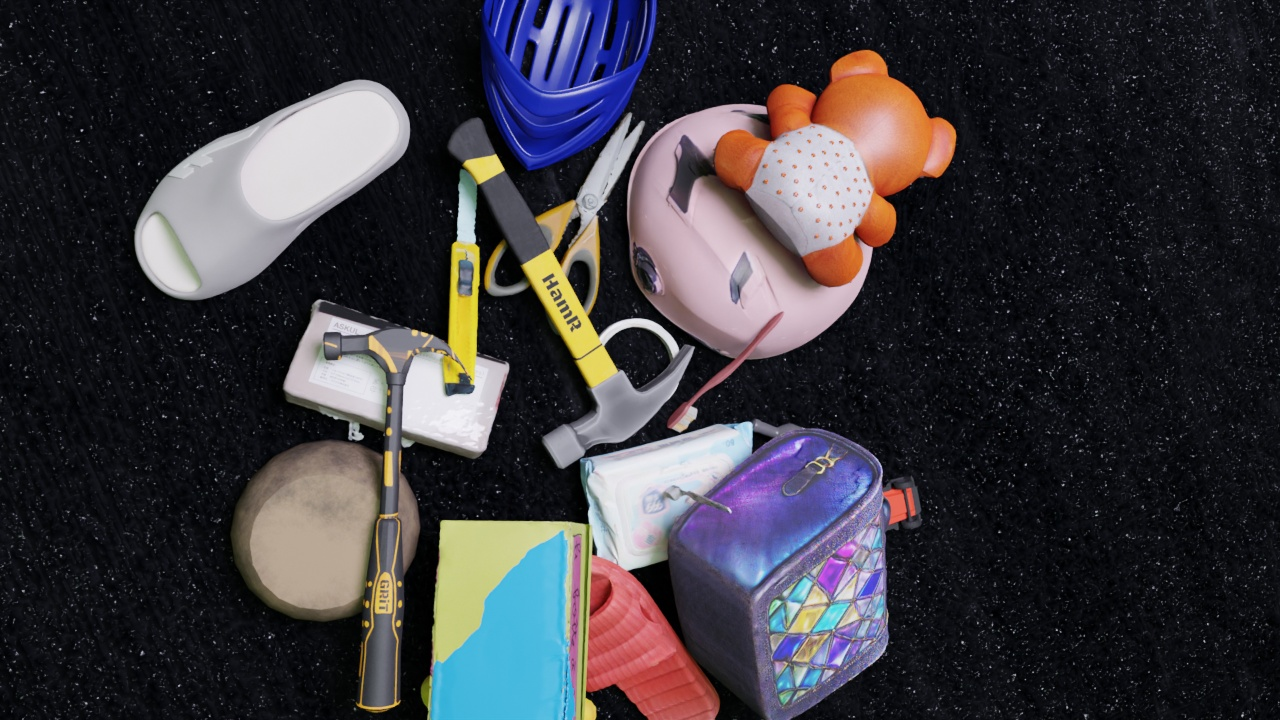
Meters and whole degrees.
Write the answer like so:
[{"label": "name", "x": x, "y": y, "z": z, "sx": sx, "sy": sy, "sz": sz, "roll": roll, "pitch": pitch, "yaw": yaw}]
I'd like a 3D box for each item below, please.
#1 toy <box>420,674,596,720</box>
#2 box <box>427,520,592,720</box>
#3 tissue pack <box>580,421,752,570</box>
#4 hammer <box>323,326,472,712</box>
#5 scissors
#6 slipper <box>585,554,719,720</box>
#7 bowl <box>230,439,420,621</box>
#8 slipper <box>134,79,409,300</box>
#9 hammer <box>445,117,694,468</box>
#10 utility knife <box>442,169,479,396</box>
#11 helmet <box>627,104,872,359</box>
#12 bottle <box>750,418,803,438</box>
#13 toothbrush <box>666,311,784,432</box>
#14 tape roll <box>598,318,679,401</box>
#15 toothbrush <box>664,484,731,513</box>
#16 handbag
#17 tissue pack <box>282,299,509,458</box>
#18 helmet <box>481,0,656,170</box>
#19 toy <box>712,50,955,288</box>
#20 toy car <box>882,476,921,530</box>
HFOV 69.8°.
[{"label": "toy", "x": -0.108, "y": 0.348, "z": 0.848, "sx": 0.134, "sy": 0.087, "sz": 0.194, "roll": -32, "pitch": 99, "yaw": -8}, {"label": "box", "x": -0.109, "y": 0.246, "z": 0.775, "sx": 0.124, "sy": 0.082, "sz": 0.220, "roll": -3, "pitch": 79, "yaw": 10}, {"label": "tissue pack", "x": 0.035, "y": 0.131, "z": 0.886, "sx": 0.181, "sy": 0.070, "sz": 0.112, "roll": -13, "pitch": 96, "yaw": -14}, {"label": "hammer", "x": -0.209, "y": 0.132, "z": 0.772, "sx": 0.123, "sy": 0.036, "sz": 0.320, "roll": 3, "pitch": 88, "yaw": -15}, {"label": "scissors", "x": -0.048, "y": -0.131, "z": 0.874, "sx": 0.134, "sy": 0.016, "sz": 0.227, "roll": 40, "pitch": 81, "yaw": -17}, {"label": "slipper", "x": -0.015, "y": 0.277, "z": 0.857, "sx": 0.104, "sy": 0.059, "sz": 0.249, "roll": -32, "pitch": 108, "yaw": 24}, {"label": "bowl", "x": -0.277, "y": 0.153, "z": 0.808, "sx": 0.162, "sy": 0.070, "sz": 0.162, "roll": 0, "pitch": 91, "yaw": -14}, {"label": "slipper", "x": -0.316, "y": -0.154, "z": 0.787, "sx": 0.265, "sy": 0.081, "sz": 0.113, "roll": -36, "pitch": 102, "yaw": -11}, {"label": "hammer", "x": -0.078, "y": -0.071, "z": 0.844, "sx": 0.169, "sy": 0.034, "sz": 0.324, "roll": -32, "pitch": 104, "yaw": -12}, {"label": "utility knife", "x": -0.162, "y": -0.074, "z": 0.836, "sx": 0.030, "sy": 0.019, "sz": 0.218, "roll": 8, "pitch": 70, "yaw": -29}, {"label": "helmet", "x": 0.106, "y": -0.129, "z": 0.864, "sx": 0.230, "sy": 0.152, "sz": 0.255, "roll": -29, "pitch": 92, "yaw": -8}, {"label": "bottle", "x": 0.163, "y": 0.084, "z": 0.937, "sx": 0.113, "sy": 0.030, "sz": 0.030, "roll": 21, "pitch": 86, "yaw": -14}, {"label": "toothbrush", "x": 0.080, "y": 0.013, "z": 0.859, "sx": 0.015, "sy": 0.185, "sz": 0.015, "roll": 26, "pitch": 41, "yaw": -18}, {"label": "tape roll", "x": -0.005, "y": 0.005, "z": 0.902, "sx": 0.093, "sy": 0.013, "sz": 0.093, "roll": 0, "pitch": 91, "yaw": -14}, {"label": "toothbrush", "x": 0.045, "y": 0.116, "z": 0.758, "sx": 0.010, "sy": 0.182, "sz": 0.010, "roll": -35, "pitch": 94, "yaw": -10}, {"label": "handbag", "x": 0.148, "y": 0.187, "z": 0.837, "sx": 0.221, "sy": 0.125, "sz": 0.205, "roll": -29, "pitch": 126, "yaw": -27}, {"label": "tissue pack", "x": -0.221, "y": 0.025, "z": 0.829, "sx": 0.181, "sy": 0.071, "sz": 0.103, "roll": 19, "pitch": 71, "yaw": -16}, {"label": "helmet", "x": -0.061, "y": -0.293, "z": 0.773, "sx": 0.148, "sy": 0.228, "sz": 0.241, "roll": 17, "pitch": 86, "yaw": -4}, {"label": "toy", "x": 0.165, "y": -0.165, "z": 0.762, "sx": 0.172, "sy": 0.093, "sz": 0.164, "roll": -42, "pitch": 89, "yaw": -7}, {"label": "toy car", "x": 0.239, "y": 0.153, "z": 0.948, "sx": 0.100, "sy": 0.049, "sz": 0.051, "roll": -12, "pitch": 93, "yaw": -14}]
